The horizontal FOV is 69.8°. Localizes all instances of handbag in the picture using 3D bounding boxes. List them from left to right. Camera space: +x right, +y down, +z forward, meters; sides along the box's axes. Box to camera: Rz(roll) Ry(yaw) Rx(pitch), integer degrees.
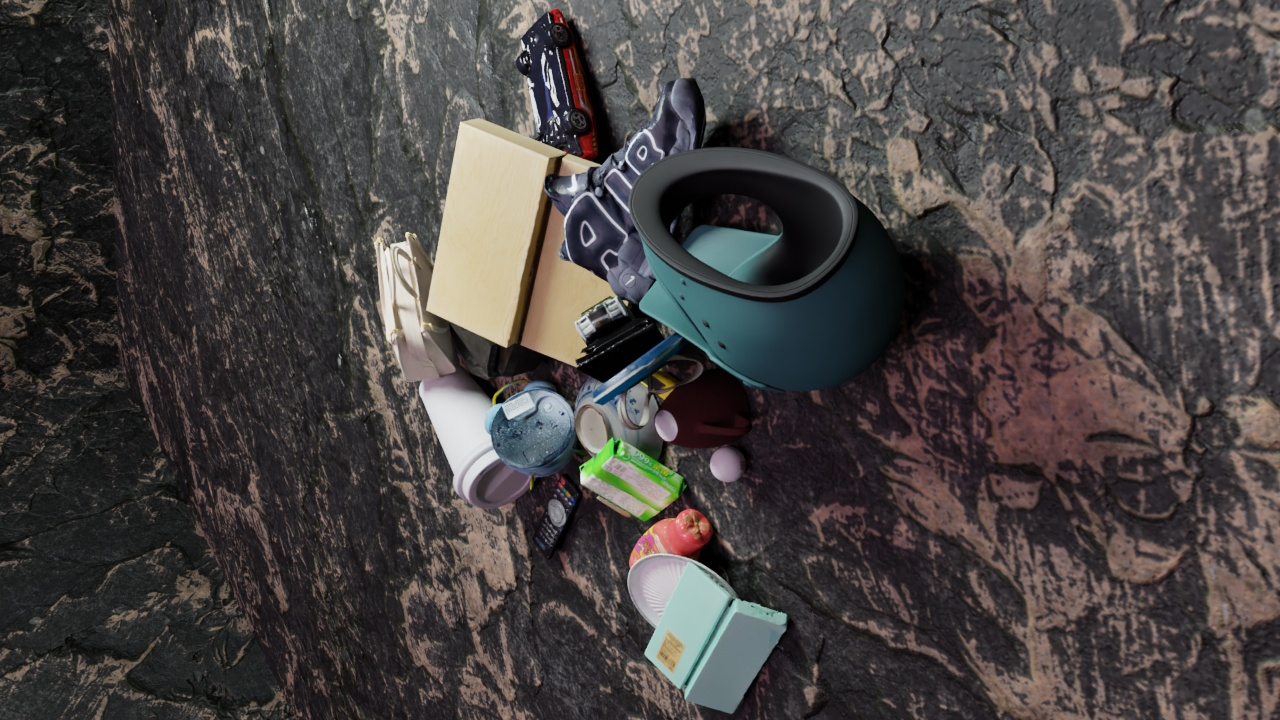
[{"bbox_3d":[-0.337,-0.091,1.337,0.198,0.101,0.194,89,166,-64],"label":"handbag"},{"bbox_3d":[-0.217,-0.065,1.284,0.197,0.102,0.200,50,135,25],"label":"handbag"}]

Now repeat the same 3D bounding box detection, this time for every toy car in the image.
[{"bbox_3d":[-0.098,-0.318,1.096,0.082,0.056,0.189,-21,82,49],"label":"toy car"},{"bbox_3d":[-0.031,-0.031,1.007,0.071,0.094,0.191,58,-177,6],"label":"toy car"}]

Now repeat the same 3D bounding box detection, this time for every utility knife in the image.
[{"bbox_3d":[-0.007,0.007,1.133,0.172,0.020,0.029,34,125,39],"label":"utility knife"}]

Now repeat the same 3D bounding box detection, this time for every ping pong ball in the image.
[{"bbox_3d":[0.098,0.117,1.032,0.040,0.040,0.040,20,117,44],"label":"ping pong ball"}]

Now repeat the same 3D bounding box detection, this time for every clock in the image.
[{"bbox_3d":[-0.149,0.088,1.252,0.162,0.118,0.060,58,174,28],"label":"clock"}]

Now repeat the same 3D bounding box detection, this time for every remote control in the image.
[{"bbox_3d":[-0.121,0.228,1.340,0.045,0.021,0.141,45,128,28],"label":"remote control"}]

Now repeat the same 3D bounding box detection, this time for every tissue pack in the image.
[{"bbox_3d":[-0.012,0.151,1.139,0.114,0.034,0.100,32,138,-12],"label":"tissue pack"}]

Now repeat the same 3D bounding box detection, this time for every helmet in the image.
[{"bbox_3d":[0.107,-0.075,0.840,0.275,0.176,0.200,27,164,32],"label":"helmet"}]

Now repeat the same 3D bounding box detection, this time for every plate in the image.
[{"bbox_3d":[0.057,0.293,1.120,0.157,0.014,0.157,15,127,21],"label":"plate"}]

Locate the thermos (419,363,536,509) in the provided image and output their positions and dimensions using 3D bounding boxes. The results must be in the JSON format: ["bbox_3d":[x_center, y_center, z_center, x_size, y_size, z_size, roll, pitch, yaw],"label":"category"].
[{"bbox_3d":[-0.251,0.105,1.376,0.222,0.131,0.132,50,135,36],"label":"thermos"}]

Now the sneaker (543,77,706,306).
[{"bbox_3d":[-0.024,-0.190,0.969,0.151,0.097,0.253,19,122,1],"label":"sneaker"}]

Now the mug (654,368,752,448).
[{"bbox_3d":[0.069,0.064,1.010,0.114,0.088,0.087,18,116,45],"label":"mug"}]

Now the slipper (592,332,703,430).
[{"bbox_3d":[0.017,0.019,0.952,0.118,0.294,0.060,-40,88,8],"label":"slipper"}]

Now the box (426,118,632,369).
[{"bbox_3d":[-0.120,-0.130,1.099,0.253,0.068,0.247,20,118,6],"label":"box"}]

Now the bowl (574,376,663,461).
[{"bbox_3d":[-0.042,0.081,1.168,0.151,0.056,0.151,20,117,45],"label":"bowl"}]

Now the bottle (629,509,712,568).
[{"bbox_3d":[0.039,0.232,1.134,0.071,0.048,0.135,54,136,17],"label":"bottle"}]

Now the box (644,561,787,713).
[{"bbox_3d":[0.083,0.336,1.095,0.139,0.052,0.187,24,126,8],"label":"box"}]
